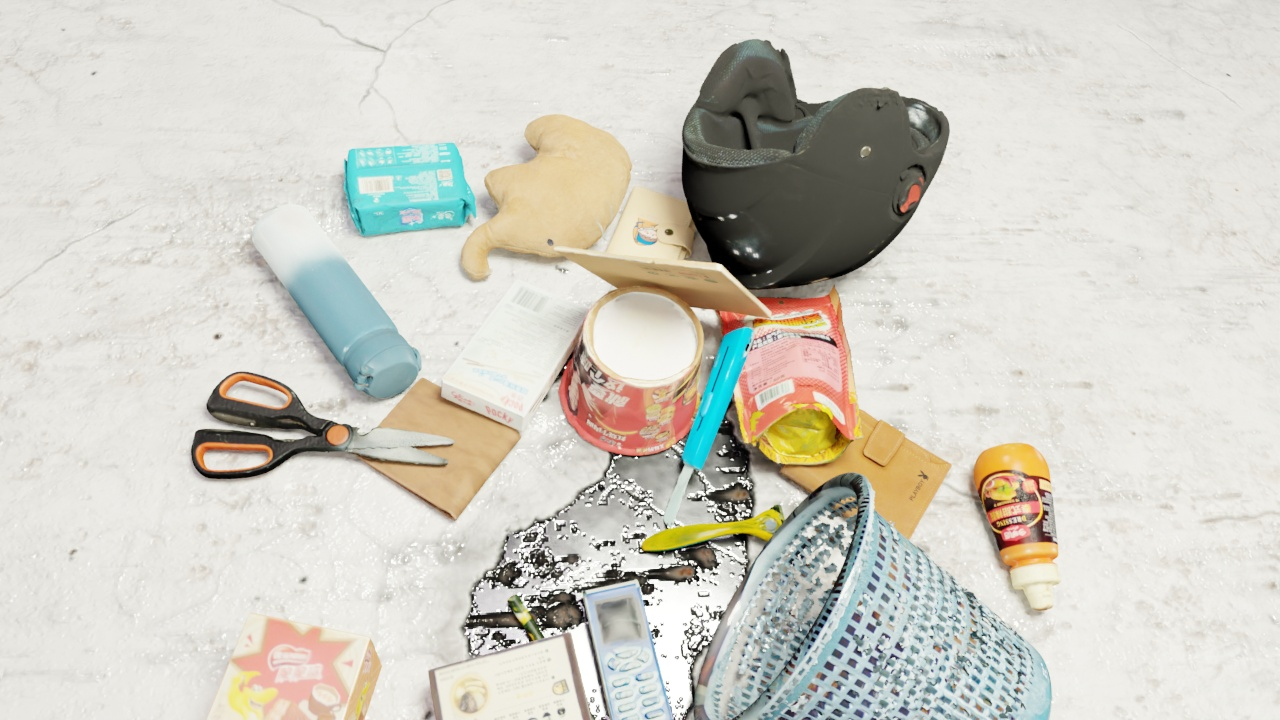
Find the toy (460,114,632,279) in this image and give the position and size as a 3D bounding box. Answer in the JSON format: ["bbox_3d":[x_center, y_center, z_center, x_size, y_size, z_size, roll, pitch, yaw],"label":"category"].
[{"bbox_3d":[-0.096,-0.167,0.971,0.143,0.083,0.225,25,61,12],"label":"toy"}]

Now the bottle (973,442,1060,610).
[{"bbox_3d":[0.350,0.153,0.839,0.066,0.067,0.149,0,65,-8],"label":"bottle"}]

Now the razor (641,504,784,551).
[{"bbox_3d":[0.066,0.155,0.816,0.132,0.028,0.043,-5,62,-9],"label":"razor"}]

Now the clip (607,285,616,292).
[{"bbox_3d":[-0.027,-0.063,0.946,0.024,0.026,0.056,29,68,16],"label":"clip"}]

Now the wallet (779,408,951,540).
[{"bbox_3d":[0.213,0.103,0.867,0.132,0.031,0.107,34,61,13],"label":"wallet"}]

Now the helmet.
[{"bbox_3d":[0.172,-0.192,0.934,0.274,0.231,0.233,-11,35,-21],"label":"helmet"}]

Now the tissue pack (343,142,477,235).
[{"bbox_3d":[-0.244,-0.183,0.972,0.133,0.050,0.093,-7,57,-13],"label":"tissue pack"}]

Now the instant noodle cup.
[{"bbox_3d":[-0.005,0.005,0.851,0.138,0.109,0.137,3,58,-6],"label":"instant noodle cup"}]

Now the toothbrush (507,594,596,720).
[{"bbox_3d":[-0.058,0.267,0.734,0.017,0.012,0.186,-32,67,-13],"label":"toothbrush"}]

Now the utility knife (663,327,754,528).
[{"bbox_3d":[0.061,0.060,0.852,0.018,0.034,0.202,34,69,-34],"label":"utility knife"}]

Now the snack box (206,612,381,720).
[{"bbox_3d":[-0.254,0.251,0.678,0.093,0.077,0.094,12,57,0],"label":"snack box"}]

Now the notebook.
[{"bbox_3d":[0.028,-0.069,0.838,0.148,0.207,0.008,9,86,20],"label":"notebook"}]

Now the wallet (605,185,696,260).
[{"bbox_3d":[0.016,-0.136,0.995,0.087,0.024,0.114,18,56,3],"label":"wallet"}]

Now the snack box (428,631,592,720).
[{"bbox_3d":[-0.092,0.281,0.689,0.113,0.053,0.125,-13,63,-8],"label":"snack box"}]

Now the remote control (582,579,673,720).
[{"bbox_3d":[-0.012,0.243,0.749,0.049,0.024,0.124,-8,60,-13],"label":"remote control"}]

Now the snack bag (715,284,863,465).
[{"bbox_3d":[0.144,0.001,0.891,0.128,0.073,0.207,-5,43,2],"label":"snack bag"}]

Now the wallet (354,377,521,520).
[{"bbox_3d":[-0.183,0.077,0.835,0.115,0.020,0.101,29,59,14],"label":"wallet"}]

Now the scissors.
[{"bbox_3d":[-0.285,0.081,0.813,0.234,0.022,0.160,29,65,11],"label":"scissors"}]

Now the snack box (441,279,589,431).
[{"bbox_3d":[-0.116,-0.009,0.880,0.085,0.027,0.156,23,49,6],"label":"snack box"}]

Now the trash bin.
[{"bbox_3d":[0.180,0.231,0.689,0.195,0.227,0.225,34,58,-2],"label":"trash bin"}]

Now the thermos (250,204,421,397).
[{"bbox_3d":[-0.291,-0.056,0.879,0.070,0.070,0.220,-32,68,-25],"label":"thermos"}]
